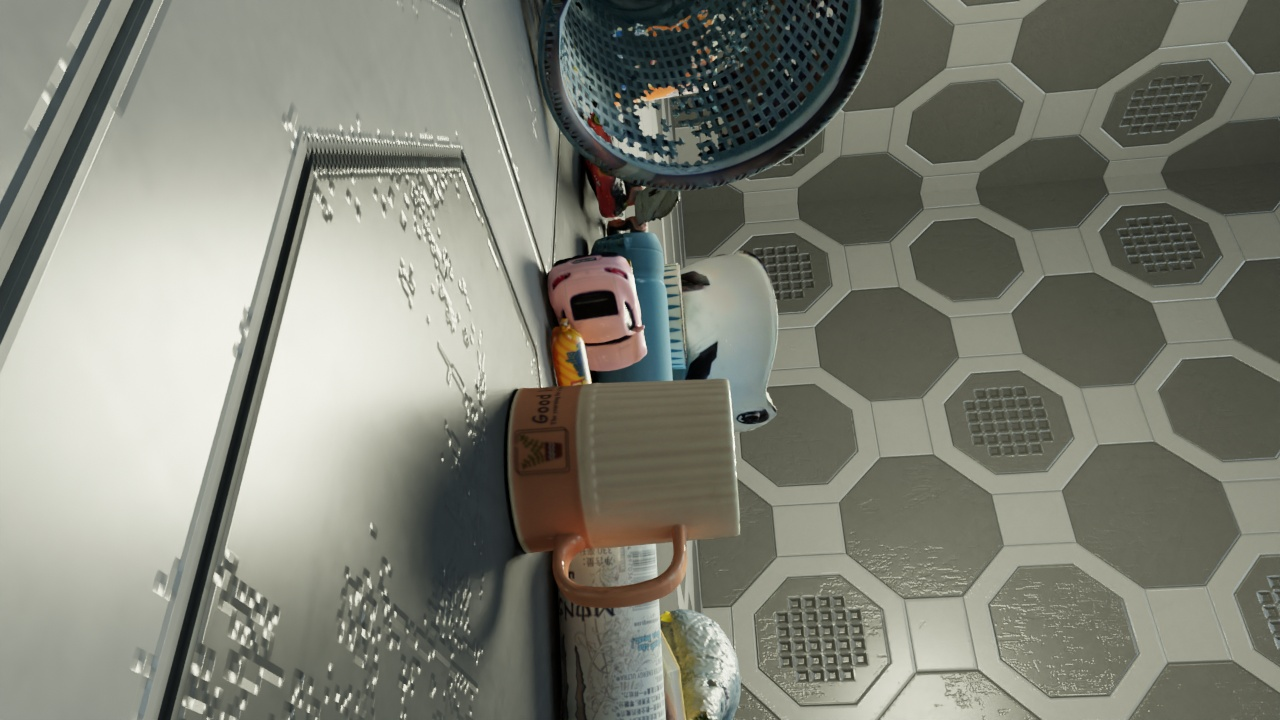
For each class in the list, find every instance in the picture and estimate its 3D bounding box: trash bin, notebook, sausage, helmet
[{"bbox_3d":[0.027,-0.267,0.646,0.227,0.226,0.194,80,-5,-49],"label":"trash bin"},{"bbox_3d":[0.006,0.230,0.694,0.145,0.010,0.207,-123,-162,-46],"label":"notebook"},{"bbox_3d":[-0.037,0.044,0.590,0.021,0.021,0.165,-86,170,-56],"label":"sausage"},{"bbox_3d":[0.075,-0.020,1.152,0.259,0.146,0.228,106,-23,-71],"label":"helmet"}]

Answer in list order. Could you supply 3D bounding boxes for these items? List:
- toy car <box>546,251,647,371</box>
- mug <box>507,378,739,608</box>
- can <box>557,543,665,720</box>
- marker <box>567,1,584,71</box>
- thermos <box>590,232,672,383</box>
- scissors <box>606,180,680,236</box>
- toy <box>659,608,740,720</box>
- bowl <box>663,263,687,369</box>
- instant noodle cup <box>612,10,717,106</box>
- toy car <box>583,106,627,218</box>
[{"bbox_3d":[-0.025,-0.025,0.586,0.122,0.056,0.037,78,6,-59],"label":"toy car"},{"bbox_3d":[-0.006,0.063,0.448,0.082,0.106,0.114,79,8,-52],"label":"mug"},{"bbox_3d":[-0.016,0.172,0.519,0.058,0.058,0.146,54,33,-80],"label":"can"},{"bbox_3d":[-0.050,-0.266,0.743,0.124,0.015,0.018,-93,175,-48],"label":"marker"},{"bbox_3d":[-0.004,0.004,0.747,0.070,0.070,0.220,41,46,-83],"label":"thermos"},{"bbox_3d":[-0.003,-0.144,0.787,0.207,0.015,0.193,101,-24,-53],"label":"scissors"},{"bbox_3d":[0.040,0.301,0.846,0.357,0.091,0.137,99,-5,-67],"label":"toy"},{"bbox_3d":[0.015,-0.046,1.005,0.116,0.066,0.116,-2,88,-86],"label":"bowl"},{"bbox_3d":[0.011,-0.312,0.857,0.151,0.111,0.151,4,82,-89],"label":"instant noodle cup"},{"bbox_3d":[-0.031,-0.168,0.768,0.049,0.031,0.106,81,2,-54],"label":"toy car"}]
